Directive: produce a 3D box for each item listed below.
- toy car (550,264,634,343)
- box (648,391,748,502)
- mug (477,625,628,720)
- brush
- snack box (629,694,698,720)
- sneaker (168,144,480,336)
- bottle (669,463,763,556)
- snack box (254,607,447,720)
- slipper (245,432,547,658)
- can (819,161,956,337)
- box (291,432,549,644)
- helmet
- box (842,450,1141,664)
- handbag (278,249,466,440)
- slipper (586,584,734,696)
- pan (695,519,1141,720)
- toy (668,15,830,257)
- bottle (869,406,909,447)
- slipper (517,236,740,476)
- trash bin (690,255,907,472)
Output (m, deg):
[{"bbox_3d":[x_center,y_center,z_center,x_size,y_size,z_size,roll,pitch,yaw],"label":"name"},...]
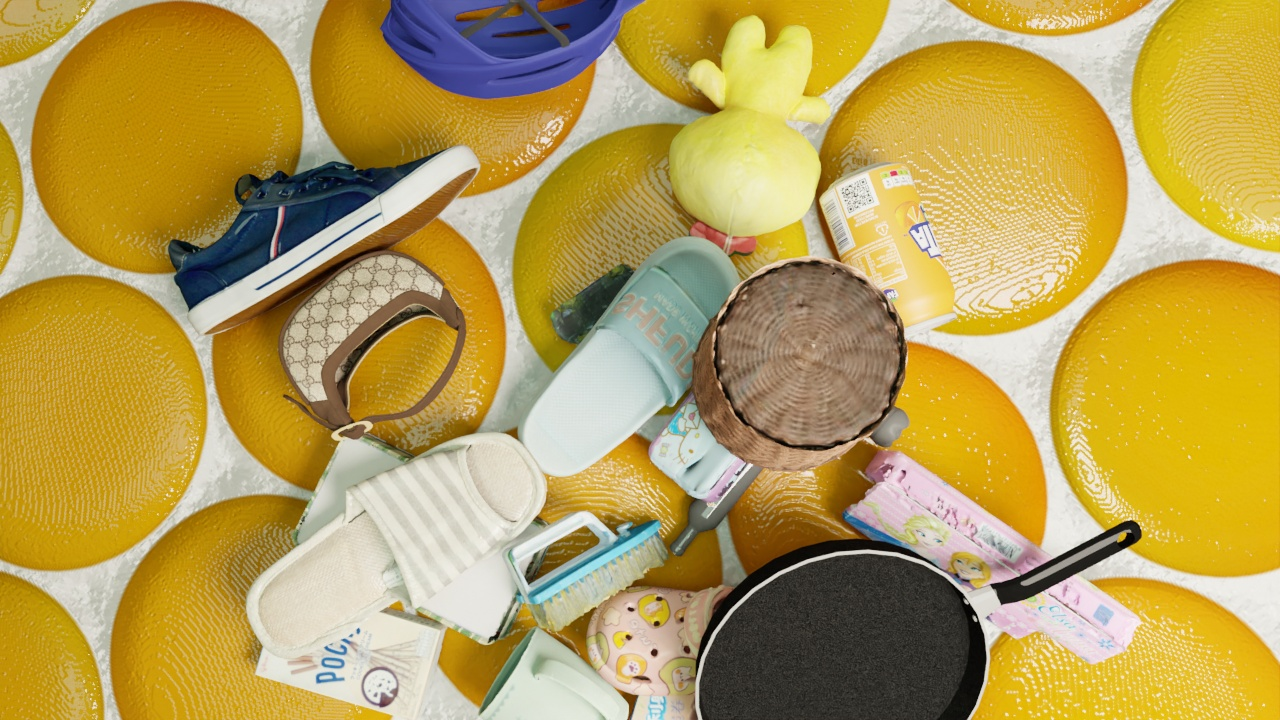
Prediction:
[{"bbox_3d":[-0.038,-0.049,0.822,0.089,0.027,0.038,-35,90,-3],"label":"toy car"},{"bbox_3d":[0.095,0.021,0.785,0.076,0.036,0.214,36,86,35],"label":"box"},{"bbox_3d":[-0.063,0.277,0.748,0.104,0.112,0.083,35,53,-2],"label":"mug"},{"bbox_3d":[-0.041,0.162,0.770,0.135,0.055,0.075,-25,90,-28],"label":"brush"},{"bbox_3d":[0.065,0.320,0.770,0.151,0.034,0.087,18,85,6],"label":"snack box"},{"bbox_3d":[-0.288,-0.140,0.814,0.294,0.120,0.127,-26,95,4],"label":"sneaker"},{"bbox_3d":[0.064,0.122,0.794,0.030,0.030,0.113,39,88,7],"label":"bottle"},{"bbox_3d":[-0.253,0.254,0.805,0.150,0.026,0.082,14,85,5],"label":"snack box"},{"bbox_3d":[-0.205,0.152,0.754,0.272,0.054,0.114,-30,76,1],"label":"slipper"},{"bbox_3d":[0.212,-0.092,0.783,0.079,0.079,0.142,-19,83,2],"label":"can"},{"bbox_3d":[-0.188,0.152,0.802,0.205,0.050,0.117,23,83,6],"label":"box"},{"bbox_3d":[-0.117,-0.322,0.759,0.241,0.228,0.147,-4,74,2],"label":"helmet"},{"bbox_3d":[0.276,0.167,0.748,0.230,0.084,0.077,35,89,7],"label":"box"},{"bbox_3d":[-0.233,-0.010,0.801,0.166,0.063,0.138,-44,71,-12],"label":"handbag"},{"bbox_3d":[0.055,0.219,0.749,0.197,0.082,0.093,4,48,-2],"label":"slipper"},{"bbox_3d":[0.209,0.206,0.695,0.356,0.034,0.225,-29,110,5],"label":"pan"},{"bbox_3d":[0.095,-0.194,0.798,0.134,0.092,0.207,12,82,2],"label":"toy"},{"bbox_3d":[0.179,0.029,0.790,0.110,0.036,0.036,41,88,18],"label":"bottle"},{"bbox_3d":[-0.005,0.005,0.780,0.104,0.074,0.245,44,91,-14],"label":"slipper"},{"bbox_3d":[0.111,0.002,0.653,0.151,0.210,0.151,0,82,3],"label":"trash bin"}]
